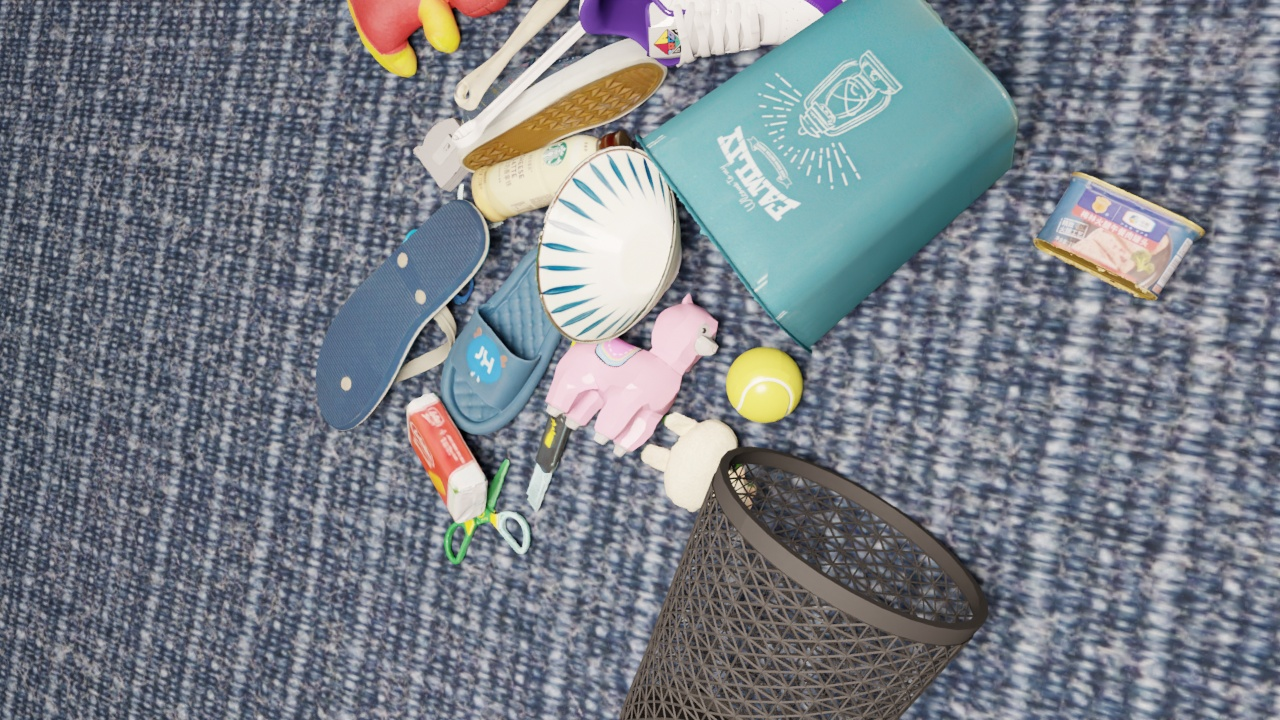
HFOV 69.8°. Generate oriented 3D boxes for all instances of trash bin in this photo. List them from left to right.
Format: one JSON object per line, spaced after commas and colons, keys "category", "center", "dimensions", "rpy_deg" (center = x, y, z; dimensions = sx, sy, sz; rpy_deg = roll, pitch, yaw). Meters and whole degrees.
{"category": "trash bin", "center": [0.104, 0.229, 0.712], "dimensions": [0.217, 0.216, 0.243], "rpy_deg": [33, 108, 22]}
{"category": "trash bin", "center": [0.152, -0.152, 0.716], "dimensions": [0.219, 0.199, 0.196], "rpy_deg": [-38, 73, 12]}

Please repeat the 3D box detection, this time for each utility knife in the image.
{"category": "utility knife", "center": [-0.076, 0.053, 0.899], "dimensions": [0.029, 0.020, 0.203], "rpy_deg": [22, 98, 26]}

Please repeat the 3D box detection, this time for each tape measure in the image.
{"category": "tape measure", "center": [-0.204, -0.220, 0.969], "dimensions": [0.062, 0.020, 0.060], "rpy_deg": [-43, 71, 17]}

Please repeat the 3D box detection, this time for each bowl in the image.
{"category": "bowl", "center": [-0.012, -0.097, 0.830], "dimensions": [0.178, 0.070, 0.177], "rpy_deg": [-10, 75, 44]}

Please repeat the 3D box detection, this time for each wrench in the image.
{"category": "wrench", "center": [-0.074, -0.290, 0.850], "dimensions": [0.273, 0.009, 0.047], "rpy_deg": [-47, 38, -12]}

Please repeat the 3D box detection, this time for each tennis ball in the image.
{"category": "tennis ball", "center": [0.107, 0.021, 0.789], "dimensions": [0.065, 0.065, 0.065], "rpy_deg": [-1, 87, 25]}

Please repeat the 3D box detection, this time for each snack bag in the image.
{"category": "snack bag", "center": [-0.194, 0.098, 0.916], "dimensions": [0.116, 0.036, 0.077], "rpy_deg": [54, 151, 24]}

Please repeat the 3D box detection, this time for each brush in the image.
{"category": "brush", "center": [-0.084, -0.340, 0.861], "dimensions": [0.062, 0.077, 0.272], "rpy_deg": [28, 79, 43]}

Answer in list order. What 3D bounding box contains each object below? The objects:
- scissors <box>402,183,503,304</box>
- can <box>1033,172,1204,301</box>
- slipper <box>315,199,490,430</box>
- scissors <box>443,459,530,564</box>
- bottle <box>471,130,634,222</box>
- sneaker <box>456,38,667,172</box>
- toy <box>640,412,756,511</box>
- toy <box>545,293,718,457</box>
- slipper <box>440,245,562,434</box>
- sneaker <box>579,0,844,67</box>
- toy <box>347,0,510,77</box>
{"category": "scissors", "center": [-0.196, -0.119, 0.967], "dimensions": [0.128, 0.014, 0.133], "rpy_deg": [-18, 76, 19]}
{"category": "can", "center": [0.355, -0.092, 0.686], "dimensions": [0.100, 0.053, 0.059], "rpy_deg": [33, 102, 23]}
{"category": "slipper", "center": [-0.245, -0.047, 0.960], "dimensions": [0.296, 0.060, 0.118], "rpy_deg": [-45, 68, 22]}
{"category": "scissors", "center": [-0.158, 0.158, 0.935], "dimensions": [0.131, 0.011, 0.125], "rpy_deg": [31, 100, 26]}
{"category": "bottle", "center": [-0.084, -0.181, 0.892], "dimensions": [0.162, 0.056, 0.056], "rpy_deg": [-12, 82, 24]}
{"category": "sneaker", "center": [-0.087, -0.262, 0.885], "dimensions": [0.236, 0.087, 0.079], "rpy_deg": [-19, 74, 26]}
{"category": "toy", "center": [0.056, 0.095, 0.818], "dimensions": [0.112, 0.050, 0.087], "rpy_deg": [30, 105, 15]}
{"category": "toy", "center": [-0.005, 0.005, 0.836], "dimensions": [0.123, 0.067, 0.157], "rpy_deg": [29, 82, 31]}
{"category": "slipper", "center": [-0.133, -0.026, 0.908], "dimensions": [0.104, 0.059, 0.214], "rpy_deg": [40, 102, 24]}
{"category": "sneaker", "center": [0.056, -0.298, 0.777], "dimensions": [0.244, 0.092, 0.111], "rpy_deg": [17, 66, 12]}
{"category": "toy", "center": [-0.209, -0.397, 0.942], "dimensions": [0.217, 0.098, 0.147], "rpy_deg": [-25, 85, 27]}
